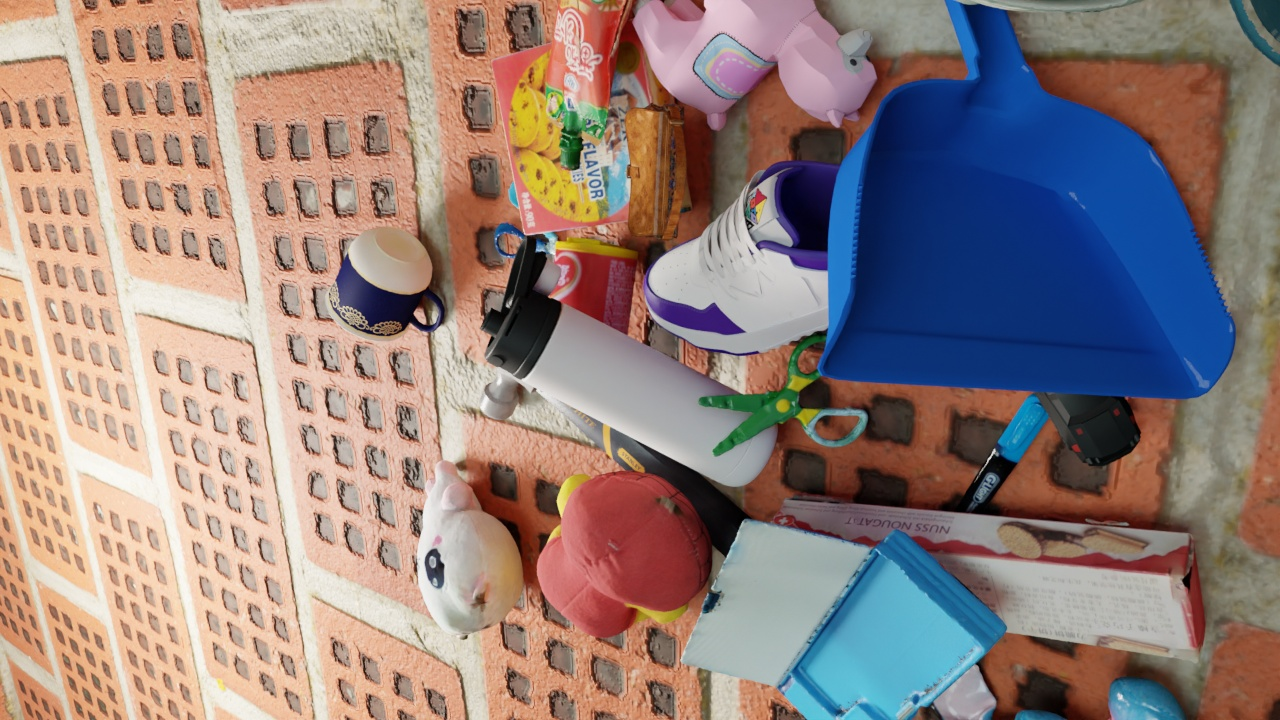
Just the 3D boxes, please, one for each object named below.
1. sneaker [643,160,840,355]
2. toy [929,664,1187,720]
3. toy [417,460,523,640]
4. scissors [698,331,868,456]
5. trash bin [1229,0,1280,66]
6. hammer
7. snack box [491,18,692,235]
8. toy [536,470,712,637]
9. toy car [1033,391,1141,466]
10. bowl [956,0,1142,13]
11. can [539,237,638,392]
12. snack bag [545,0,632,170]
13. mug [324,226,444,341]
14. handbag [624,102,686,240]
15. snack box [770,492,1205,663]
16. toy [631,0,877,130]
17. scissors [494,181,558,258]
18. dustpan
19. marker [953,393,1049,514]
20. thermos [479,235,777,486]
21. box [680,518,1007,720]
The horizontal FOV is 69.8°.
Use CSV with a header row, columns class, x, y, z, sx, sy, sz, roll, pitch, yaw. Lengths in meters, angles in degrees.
class,x,y,z,sx,sy,sz,roll,pitch,yaw
sneaker,0.085,-0.073,0.601,0.245,0.111,0.091,-10,59,36
toy,0.284,0.284,0.606,0.192,0.098,0.223,-42,52,37
toy,-0.182,0.187,0.933,0.179,0.101,0.139,64,146,27
scissors,0.106,0.040,0.660,0.131,0.012,0.108,-37,97,-1
trash bin,0.311,-0.220,0.321,0.200,0.218,0.196,-17,95,40
hammer,-0.012,0.079,0.797,0.312,0.035,0.140,40,124,19
snack box,-0.039,-0.177,0.716,0.145,0.040,0.142,-2,103,34
toy,-0.018,0.161,0.755,0.147,0.098,0.217,37,148,3
toy car,0.264,0.021,0.552,0.042,0.036,0.091,-31,85,14
bowl,0.183,-0.226,0.480,0.174,0.174,0.068,51,160,12
can,-0.042,-0.033,0.737,0.067,0.066,0.124,10,95,35
snack bag,-0.040,-0.212,0.657,0.087,0.044,0.155,39,127,43
mug,-0.237,-0.074,0.892,0.112,0.085,0.089,27,125,-15
handbag,0.011,-0.115,0.574,0.043,0.195,0.093,2,104,-2
snack box,0.222,0.141,0.625,0.274,0.044,0.077,-2,124,39
toy,0.076,-0.206,0.607,0.157,0.067,0.124,52,130,6
scissors,-0.078,-0.091,0.802,0.135,0.016,0.084,46,124,10
dustpan,0.191,-0.112,0.502,0.060,0.245,0.257,125,144,-56
marker,0.238,0.072,0.613,0.018,0.015,0.123,33,125,20
thermos,-0.004,0.004,0.683,0.230,0.101,0.069,28,159,-14
box,0.134,0.196,0.666,0.175,0.060,0.244,27,141,12
